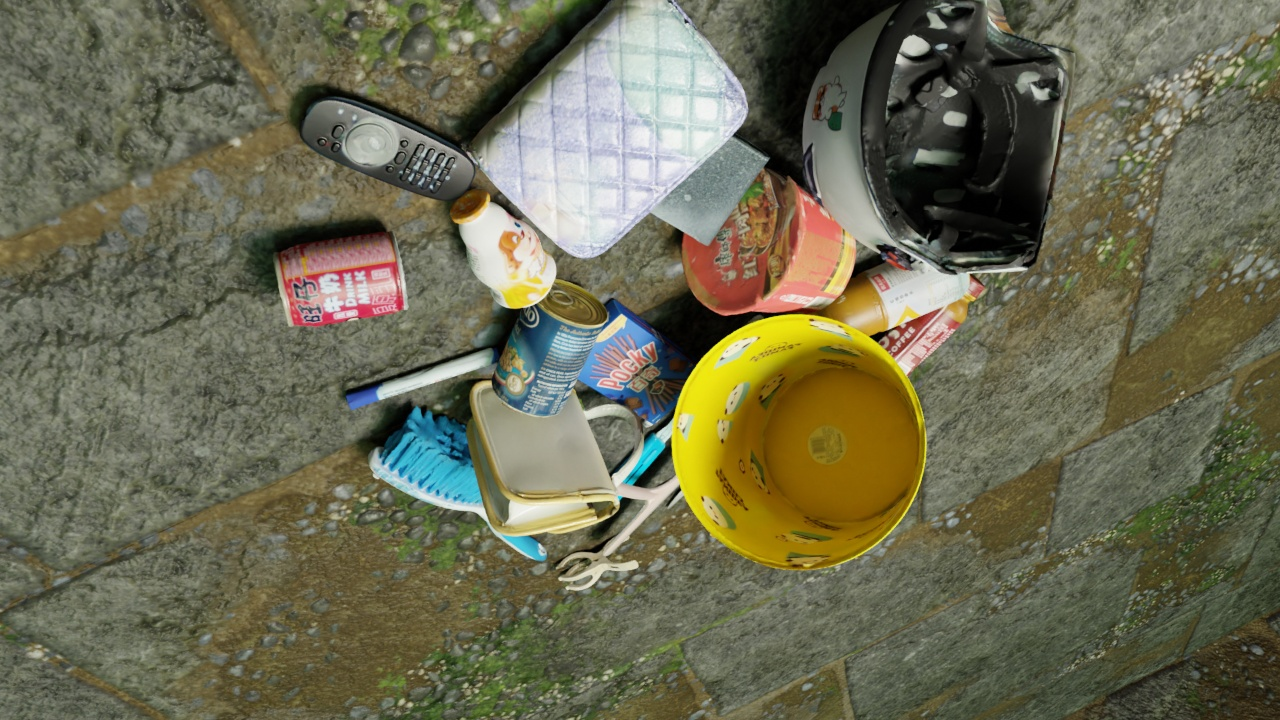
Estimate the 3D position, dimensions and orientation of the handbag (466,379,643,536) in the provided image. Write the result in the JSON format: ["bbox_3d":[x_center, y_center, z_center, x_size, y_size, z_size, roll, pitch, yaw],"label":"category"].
[{"bbox_3d":[-0.073,0.092,0.895,0.178,0.163,0.063,-1,132,-25],"label":"handbag"}]

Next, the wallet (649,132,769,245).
[{"bbox_3d":[0.035,-0.165,0.786,0.121,0.019,0.097,28,115,-16],"label":"wallet"}]

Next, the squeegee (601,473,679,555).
[{"bbox_3d":[-0.053,0.122,1.004,0.249,0.040,0.248,25,121,-31],"label":"squeegee"}]

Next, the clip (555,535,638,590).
[{"bbox_3d":[-0.055,0.253,1.149,0.100,0.071,0.035,-24,136,4],"label":"clip"}]

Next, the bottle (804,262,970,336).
[{"bbox_3d":[0.254,-0.065,0.982,0.189,0.068,0.068,-23,137,-2],"label":"bottle"}]

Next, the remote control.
[{"bbox_3d":[-0.190,-0.162,0.698,0.136,0.024,0.053,19,121,-37],"label":"remote control"}]

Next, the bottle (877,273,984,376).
[{"bbox_3d":[0.318,-0.032,1.054,0.057,0.057,0.175,21,119,-39],"label":"bottle"}]

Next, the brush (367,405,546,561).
[{"bbox_3d":[-0.167,0.146,0.986,0.110,0.060,0.314,-37,139,17],"label":"brush"}]

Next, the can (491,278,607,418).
[{"bbox_3d":[-0.086,-0.010,0.853,0.075,0.075,0.111,8,123,-32],"label":"can"}]

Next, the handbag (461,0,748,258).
[{"bbox_3d":[-0.024,-0.185,0.717,0.194,0.075,0.134,-40,119,12],"label":"handbag"}]

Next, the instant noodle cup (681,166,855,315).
[{"bbox_3d":[0.122,-0.101,0.842,0.108,0.138,0.138,9,126,-44],"label":"instant noodle cup"}]

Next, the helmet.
[{"bbox_3d":[0.233,-0.188,0.782,0.273,0.157,0.230,5,95,-33],"label":"helmet"}]

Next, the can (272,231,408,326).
[{"bbox_3d":[-0.239,-0.064,0.735,0.093,0.066,0.067,-12,134,-17],"label":"can"}]

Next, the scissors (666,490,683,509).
[{"bbox_3d":[0.092,0.124,1.121,0.164,0.012,0.163,-2,132,-25],"label":"scissors"}]

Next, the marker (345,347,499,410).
[{"bbox_3d":[-0.204,0.016,0.865,0.145,0.017,0.017,-18,136,-10],"label":"marker"}]

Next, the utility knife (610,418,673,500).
[{"bbox_3d":[0.008,0.105,1.056,0.034,0.018,0.239,22,117,-39],"label":"utility knife"}]

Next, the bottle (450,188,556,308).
[{"bbox_3d":[-0.117,-0.094,0.771,0.063,0.063,0.108,-31,136,3],"label":"bottle"}]

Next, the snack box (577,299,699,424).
[{"bbox_3d":[-0.006,0.006,0.948,0.085,0.026,0.157,-41,135,16],"label":"snack box"}]

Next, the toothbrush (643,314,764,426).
[{"bbox_3d":[0.069,0.016,1.003,0.180,0.016,0.016,-43,133,15],"label":"toothbrush"}]

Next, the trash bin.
[{"bbox_3d":[0.182,0.084,0.937,0.230,0.229,0.255,-41,162,13],"label":"trash bin"}]
